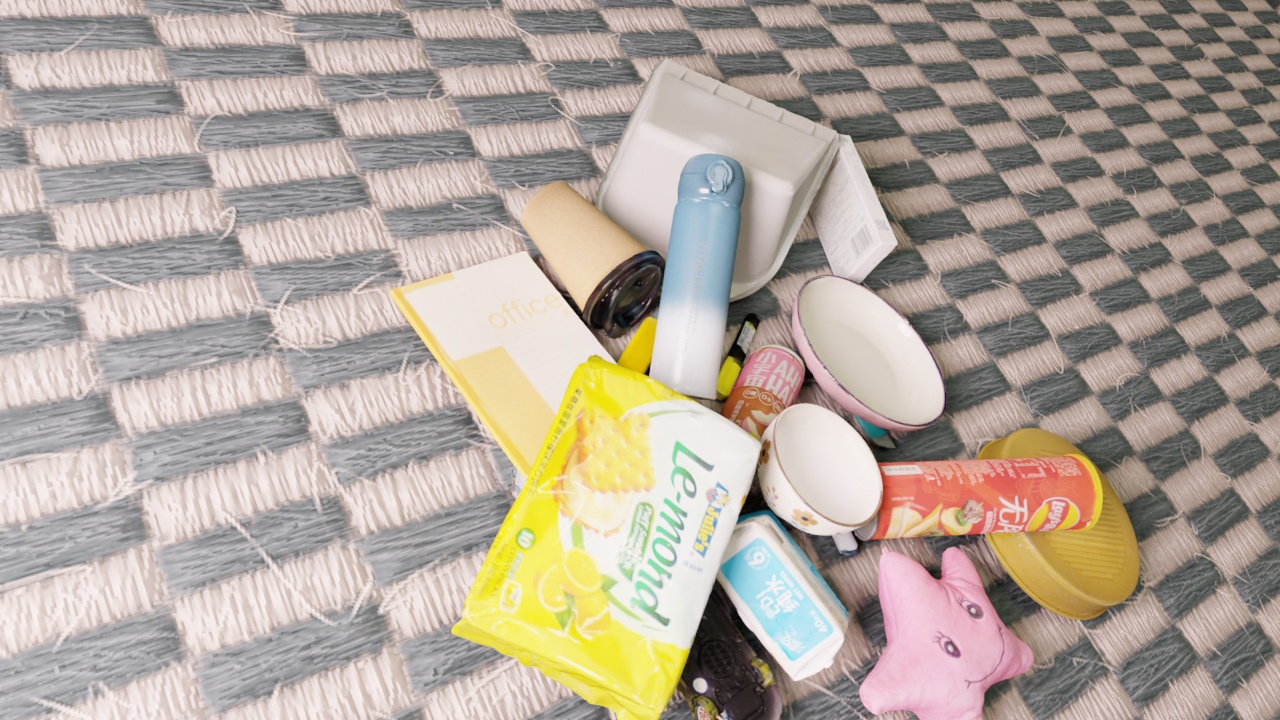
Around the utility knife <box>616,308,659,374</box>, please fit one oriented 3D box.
[{"bbox_3d":[-0.005,0.005,0.850,0.033,0.015,0.172,38,49,-7],"label":"utility knife"}]

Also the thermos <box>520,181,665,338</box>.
[{"bbox_3d":[-0.046,-0.098,0.855,0.092,0.093,0.143,-28,66,-37],"label":"thermos"}]

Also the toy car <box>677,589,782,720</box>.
[{"bbox_3d":[0.046,0.225,0.713,0.070,0.042,0.158,-21,65,-31],"label":"toy car"}]

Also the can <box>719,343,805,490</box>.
[{"bbox_3d":[0.104,0.051,0.846,0.058,0.058,0.146,34,50,-2],"label":"can"}]

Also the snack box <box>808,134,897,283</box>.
[{"bbox_3d":[0.230,-0.169,1.035,0.026,0.085,0.156,-1,60,-25],"label":"snack box"}]

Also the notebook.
[{"bbox_3d":[-0.098,-0.005,0.780,0.145,0.010,0.206,-23,64,-39],"label":"notebook"}]

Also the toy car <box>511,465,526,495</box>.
[{"bbox_3d":[-0.078,0.063,0.763,0.054,0.037,0.120,8,53,-21],"label":"toy car"}]

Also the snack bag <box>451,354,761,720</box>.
[{"bbox_3d":[-0.019,0.124,0.674,0.158,0.068,0.245,27,64,-5],"label":"snack bag"}]

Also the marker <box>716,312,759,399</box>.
[{"bbox_3d":[0.095,-0.006,0.909,0.018,0.015,0.123,34,48,-5],"label":"marker"}]

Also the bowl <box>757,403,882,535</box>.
[{"bbox_3d":[0.140,0.099,0.774,0.113,0.062,0.113,20,48,-24],"label":"bowl"}]

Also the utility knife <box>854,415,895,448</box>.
[{"bbox_3d":[0.212,0.025,0.947,0.029,0.013,0.160,-11,62,-35],"label":"utility knife"}]

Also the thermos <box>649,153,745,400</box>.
[{"bbox_3d":[0.052,-0.075,0.832,0.070,0.070,0.220,9,87,-21],"label":"thermos"}]

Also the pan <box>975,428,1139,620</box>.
[{"bbox_3d":[0.346,0.154,0.910,0.357,0.078,0.197,13,53,-27],"label":"pan"}]

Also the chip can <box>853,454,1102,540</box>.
[{"bbox_3d":[0.300,0.123,0.829,0.216,0.073,0.073,-1,59,-9],"label":"chip can"}]

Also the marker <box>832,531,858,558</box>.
[{"bbox_3d":[0.165,0.119,0.839,0.018,0.023,0.130,-25,89,-12],"label":"marker"}]

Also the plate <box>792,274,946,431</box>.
[{"bbox_3d":[0.228,-0.003,0.942,0.192,0.039,0.192,21,44,-22],"label":"plate"}]

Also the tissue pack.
[{"bbox_3d":[0.109,0.185,0.741,0.140,0.063,0.090,52,10,11],"label":"tissue pack"}]

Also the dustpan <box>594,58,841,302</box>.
[{"bbox_3d":[0.070,-0.181,0.966,0.223,0.143,0.257,24,34,2],"label":"dustpan"}]

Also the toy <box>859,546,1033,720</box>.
[{"bbox_3d":[0.250,0.241,0.782,0.194,0.075,0.178,-33,86,-38],"label":"toy"}]
